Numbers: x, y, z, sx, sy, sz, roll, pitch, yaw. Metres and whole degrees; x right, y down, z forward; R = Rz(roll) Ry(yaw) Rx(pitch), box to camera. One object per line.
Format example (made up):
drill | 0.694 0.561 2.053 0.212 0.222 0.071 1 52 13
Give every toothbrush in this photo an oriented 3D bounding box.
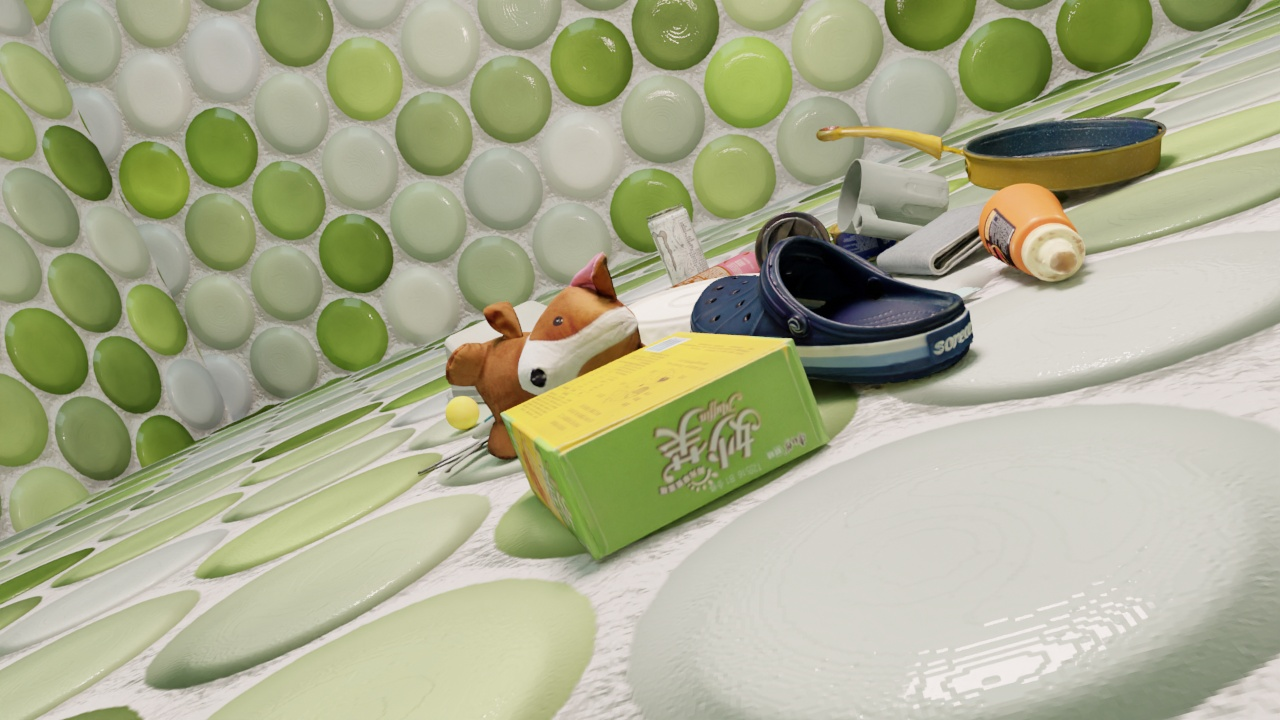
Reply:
toothbrush | -0.090 0.019 0.915 0.191 0.016 0.018 -37 17 -5

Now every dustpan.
dustpan | -0.179 0.016 1.384 0.222 0.143 0.258 -28 40 -30

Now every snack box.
snack box | 0.003 0.043 0.605 0.157 0.070 0.210 -25 10 -14

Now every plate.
plate | 0.064 -0.048 0.972 0.205 0.045 0.204 -14 14 4

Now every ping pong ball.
ping pong ball | -0.213 0.063 1.096 0.040 0.040 0.040 -22 9 4

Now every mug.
mug | 0.285 -0.167 1.028 0.103 0.084 0.123 9 37 -5

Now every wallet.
wallet | 0.306 -0.118 0.913 0.106 0.037 0.129 -34 9 -2

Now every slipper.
slipper | 0.118 -0.040 0.666 0.104 0.095 0.253 -22 19 -30

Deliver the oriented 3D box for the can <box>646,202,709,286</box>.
can | 0.060 -0.141 1.280 0.058 0.147 0.058 -22 10 4

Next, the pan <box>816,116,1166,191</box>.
pan | 0.377 -0.239 1.015 0.358 0.078 0.197 -2 21 20

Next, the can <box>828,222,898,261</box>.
can | 0.283 -0.158 1.154 0.075 0.049 0.147 -18 10 23

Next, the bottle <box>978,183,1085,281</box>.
bottle | 0.308 -0.095 0.713 0.067 0.067 0.149 -20 17 16

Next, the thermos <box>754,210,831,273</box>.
thermos | 0.196 -0.140 1.164 0.093 0.093 0.143 -20 1 14

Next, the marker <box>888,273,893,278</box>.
marker | 0.207 -0.063 0.820 0.018 0.022 0.130 -30 -3 29

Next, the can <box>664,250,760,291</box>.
can | 0.099 -0.092 1.185 0.147 0.058 0.058 -27 10 -28

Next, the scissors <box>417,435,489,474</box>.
scissors | -0.124 0.063 0.966 0.221 0.022 0.232 -26 7 12

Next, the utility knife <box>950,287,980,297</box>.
utility knife | 0.163 -0.018 0.734 0.223 0.018 0.034 -22 20 5

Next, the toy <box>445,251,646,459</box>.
toy | -0.079 0.002 0.810 0.200 0.140 0.130 -25 9 29
